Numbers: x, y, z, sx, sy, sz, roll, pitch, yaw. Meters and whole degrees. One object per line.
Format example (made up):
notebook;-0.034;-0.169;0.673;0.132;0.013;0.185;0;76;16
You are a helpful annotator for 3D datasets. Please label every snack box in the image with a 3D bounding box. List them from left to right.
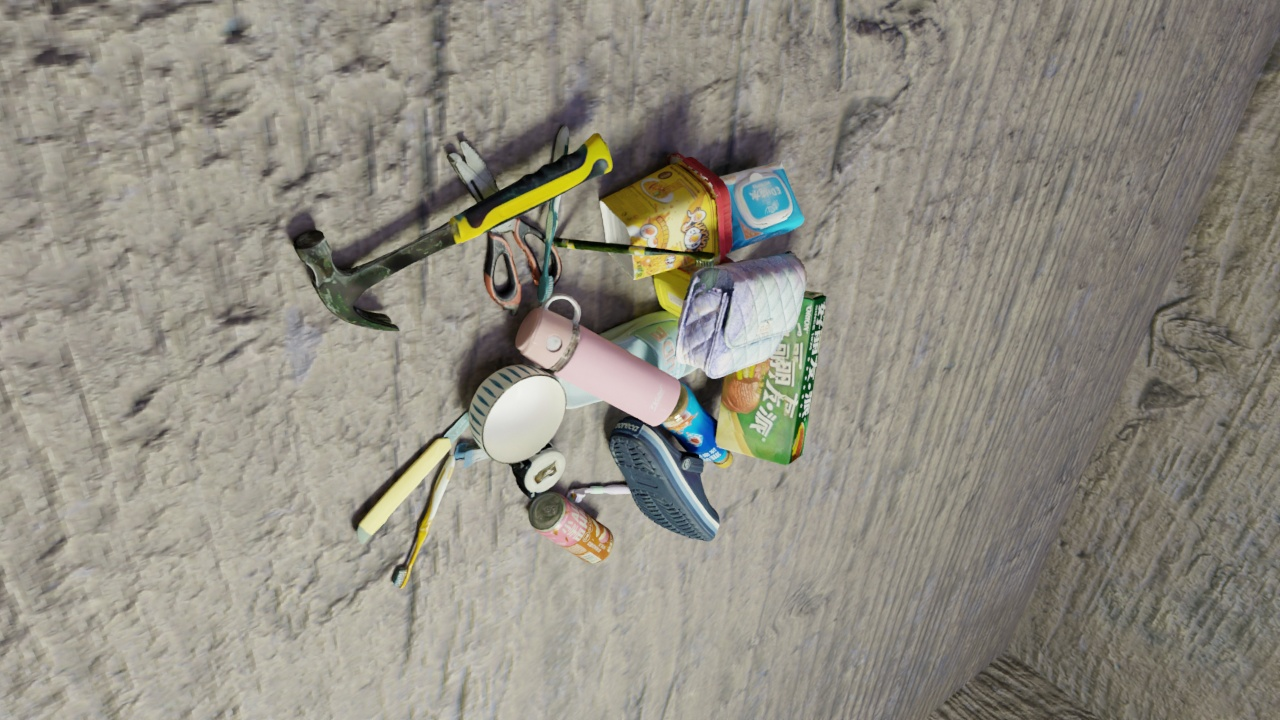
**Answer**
snack box;0.073;-0.098;1.153;0.080;0.091;0.082;-44;143;-22
snack box;0.180;0.017;1.276;0.063;0.115;0.240;-16;116;-59

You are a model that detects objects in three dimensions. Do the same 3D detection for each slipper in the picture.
slipper;-0.007;0.007;1.162;0.244;0.074;0.104;-18;128;-34
slipper;0.037;0.158;1.293;0.095;0.105;0.253;-55;132;-26

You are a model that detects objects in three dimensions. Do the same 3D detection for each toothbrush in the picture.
toothbrush;-0.259;0.194;1.096;0.018;0.016;0.191;11;110;-39
toothbrush;-0.092;-0.155;0.986;0.018;0.016;0.192;-18;123;-56
toothbrush;-0.030;0.188;1.317;0.188;0.029;0.021;4;77;-48
toothbrush;-0.008;-0.118;0.997;0.017;0.186;0.012;75;30;-50

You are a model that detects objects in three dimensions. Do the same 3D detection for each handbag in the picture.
handbag;0.125;-0.057;1.100;0.193;0.076;0.134;-19;128;-53

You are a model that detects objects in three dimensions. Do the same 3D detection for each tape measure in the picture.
tape measure;-0.130;0.134;1.166;0.066;0.033;0.066;-36;140;-20

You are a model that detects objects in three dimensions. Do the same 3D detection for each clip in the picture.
clip;-0.193;0.110;1.096;0.058;0.041;0.026;-10;122;-46

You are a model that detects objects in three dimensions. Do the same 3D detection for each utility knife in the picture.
utility knife;-0.254;0.130;1.050;0.198;0.021;0.031;-44;144;-9

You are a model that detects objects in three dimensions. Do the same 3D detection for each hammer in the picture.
hammer;-0.167;-0.135;0.908;0.322;0.032;0.126;-31;136;-18

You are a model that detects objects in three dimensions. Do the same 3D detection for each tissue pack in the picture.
tissue pack;0.134;-0.189;1.135;0.139;0.063;0.090;-22;89;-33

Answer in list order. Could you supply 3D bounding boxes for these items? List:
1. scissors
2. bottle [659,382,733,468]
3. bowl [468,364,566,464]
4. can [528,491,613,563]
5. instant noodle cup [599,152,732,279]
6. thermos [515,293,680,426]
scissors;-0.152;-0.131;0.961;0.205;0.015;0.197;5;115;-46
bottle;0.083;0.103;1.329;0.065;0.065;0.218;-50;141;-5
bowl;-0.150;0.054;1.057;0.116;0.066;0.117;-26;133;-32
can;-0.093;0.230;1.254;0.058;0.058;0.147;-49;141;-6
instant noodle cup;0.027;-0.159;1.052;0.123;0.116;0.116;-23;134;-16
thermos;-0.045;-0.002;1.068;0.198;0.067;0.087;30;88;-23
